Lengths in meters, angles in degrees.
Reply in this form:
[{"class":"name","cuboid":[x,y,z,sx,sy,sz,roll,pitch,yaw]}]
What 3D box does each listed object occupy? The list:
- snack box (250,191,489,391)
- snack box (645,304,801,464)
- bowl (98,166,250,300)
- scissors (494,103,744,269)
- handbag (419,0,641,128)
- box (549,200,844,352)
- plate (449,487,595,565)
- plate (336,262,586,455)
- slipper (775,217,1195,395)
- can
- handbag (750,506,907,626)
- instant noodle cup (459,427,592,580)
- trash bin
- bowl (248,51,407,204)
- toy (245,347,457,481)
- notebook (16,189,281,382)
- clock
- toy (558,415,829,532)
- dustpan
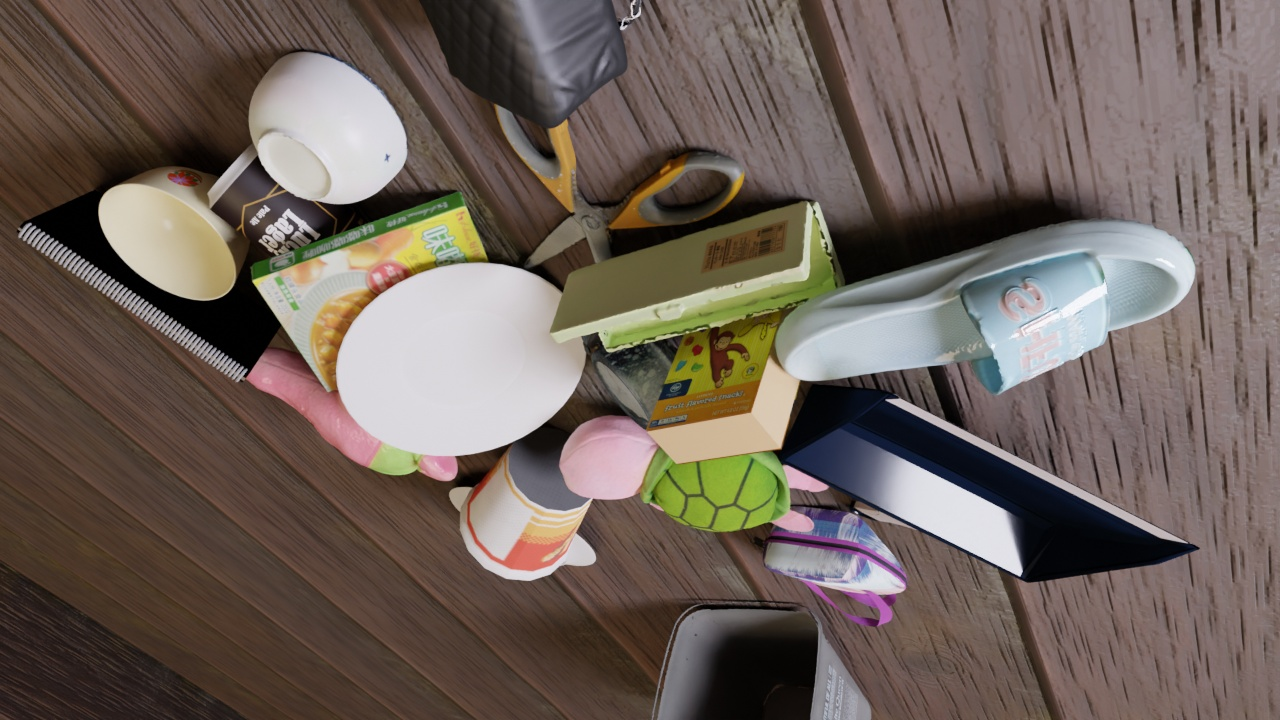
[{"class":"snack box","cuboid":[-0.201,-0.051,0.738,0.168,0.027,0.132,-21,137,-5]},{"class":"snack box","cuboid":[0.068,0.008,0.662,0.088,0.125,0.040,-14,130,39]},{"class":"bowl","cuboid":[-0.381,-0.120,0.781,0.118,0.073,0.118,10,136,9]},{"class":"scissors","cuboid":[-0.022,-0.113,0.653,0.225,0.016,0.225,4,141,23]},{"class":"handbag","cuboid":[-0.070,-0.227,0.503,0.125,0.114,0.154,26,154,38]},{"class":"box","cuboid":[0.041,-0.044,0.633,0.188,0.091,0.083,-12,137,29]},{"class":"plate","cuboid":[-0.143,0.204,1.079,0.189,0.016,0.189,19,152,10]},{"class":"plate","cuboid":[-0.148,0.002,0.776,0.208,0.015,0.209,-11,133,-13]},{"class":"slipper","cuboid":[0.205,-0.016,0.569,0.246,0.074,0.104,-13,152,21]},{"class":"can","cuboid":[-0.276,-0.112,0.743,0.128,0.071,0.072,42,139,-23]},{"class":"handbag","cuboid":[0.200,0.215,0.907,0.145,0.067,0.170,0,145,38]},{"class":"instant noodle cup","cuboid":[-0.107,0.140,0.933,0.123,0.123,0.121,28,136,-6]},{"class":"trash bin","cuboid":[0.158,0.423,1.084,0.198,0.196,0.220,-9,139,34]},{"class":"bowl","cuboid":[-0.235,-0.159,0.670,0.113,0.063,0.114,15,143,11]},{"class":"toy","cuboid":[-0.283,0.048,0.919,0.236,0.096,0.192,29,161,-9]},{"class":"notebook","cuboid":[-0.432,-0.070,0.834,0.206,0.149,0.016,39,100,-20]},{"class":"clock","cuboid":[-0.004,0.004,0.742,0.129,0.052,0.090,42,164,36]},{"class":"toy","cuboid":[0.048,0.101,0.821,0.238,0.087,0.191,16,138,-1]},{"class":"dustpan","cuboid":[0.229,0.106,0.716,0.236,0.080,0.273,26,178,-4]}]
